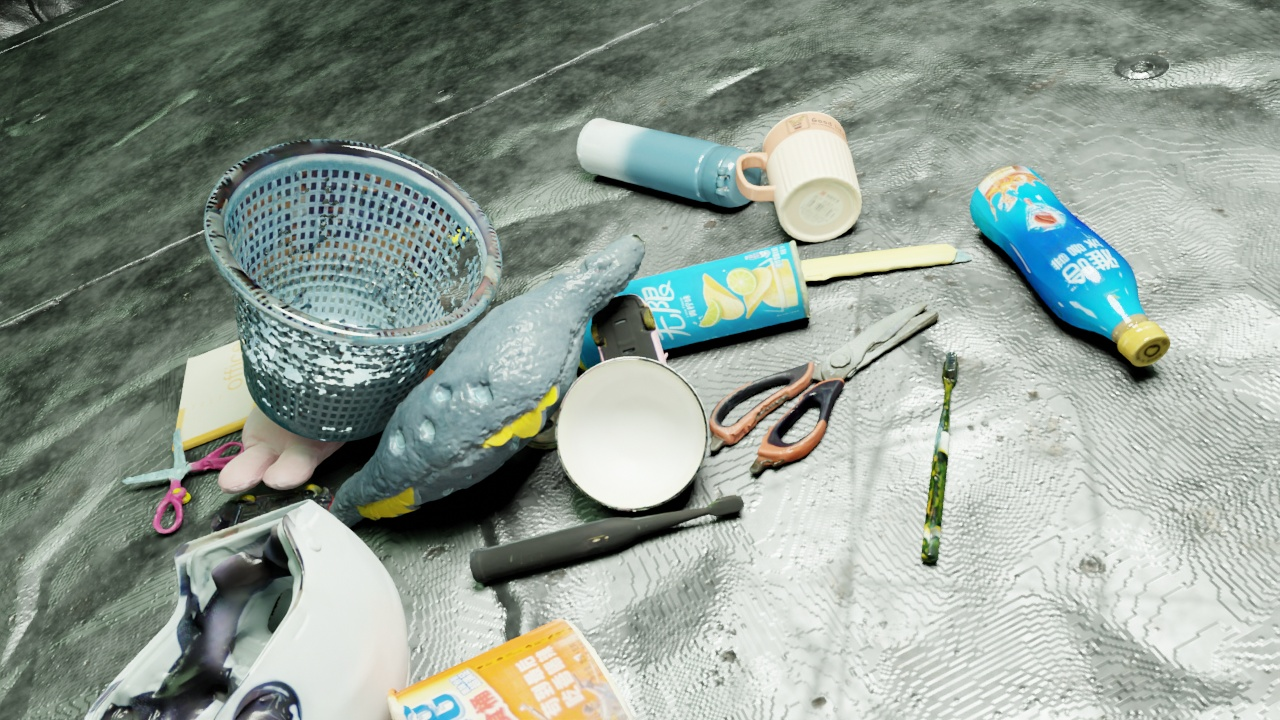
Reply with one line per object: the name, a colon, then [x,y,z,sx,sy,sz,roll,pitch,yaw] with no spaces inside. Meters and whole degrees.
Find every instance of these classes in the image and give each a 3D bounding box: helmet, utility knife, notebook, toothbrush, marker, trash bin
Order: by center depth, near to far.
helmet: [-0.238,0.226,0.584,0.230,0.146,0.258,-24,43,39]
toothbrush: [0.220,0.065,0.669,0.012,0.017,0.185,7,50,18]
toothbrush: [-0.025,0.132,0.696,0.213,0.026,0.027,-15,6,6]
trash bin: [-0.251,-0.042,0.787,0.226,0.196,0.226,14,46,-15]
utility knife: [0.213,-0.089,0.829,0.163,0.018,0.030,-9,48,16]
notebook: [-0.392,0.010,0.974,0.206,0.010,0.145,-21,44,1]
marker: [-0.224,-0.124,1.042,0.018,0.015,0.124,23,62,38]

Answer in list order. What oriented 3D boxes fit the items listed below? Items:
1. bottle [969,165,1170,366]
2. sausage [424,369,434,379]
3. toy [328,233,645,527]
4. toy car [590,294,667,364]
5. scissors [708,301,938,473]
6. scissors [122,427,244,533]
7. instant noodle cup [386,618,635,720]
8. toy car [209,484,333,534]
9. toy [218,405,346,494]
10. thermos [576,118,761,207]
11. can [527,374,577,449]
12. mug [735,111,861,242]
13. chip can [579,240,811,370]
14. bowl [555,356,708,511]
bottle: [0.340,-0.076,0.730,0.065,0.065,0.218,-19,44,2]
sausage: [-0.193,0.063,0.834,0.021,0.021,0.165,-18,42,3]
toy: [-0.124,0.028,0.728,0.356,0.091,0.138,-43,18,3]
toy car: [-0.005,0.005,0.771,0.056,0.037,0.122,-17,85,10]
scissors: [0.159,0.019,0.743,0.207,0.015,0.193,-6,44,16]
scissors: [-0.439,0.108,0.887,0.135,0.017,0.133,-25,46,-5]
instant noodle cup: [-0.063,0.229,0.530,0.111,0.151,0.151,-27,42,-18]
toy car: [-0.320,0.139,0.799,0.106,0.031,0.049,-8,42,3]
toy: [-0.322,0.067,0.850,0.121,0.054,0.159,-5,34,16]
thermos: [0.029,-0.215,0.997,0.221,0.070,0.070,22,58,36]
can: [-0.086,0.008,0.820,0.058,0.058,0.146,-16,43,6]
mug: [0.151,-0.177,0.888,0.114,0.082,0.105,-1,46,-1]
chip can: [0.041,-0.049,0.816,0.210,0.071,0.071,-13,43,9]
bowl: [-0.003,0.055,0.719,0.116,0.116,0.066,-14,0,8]
